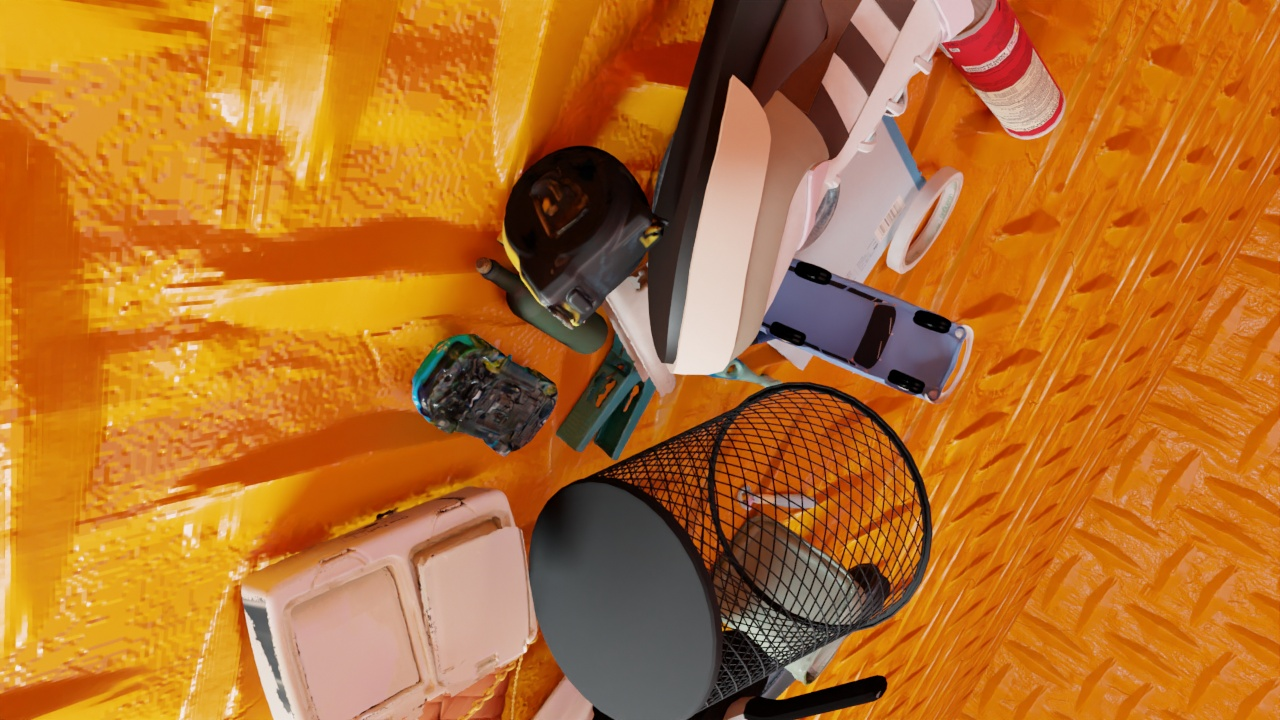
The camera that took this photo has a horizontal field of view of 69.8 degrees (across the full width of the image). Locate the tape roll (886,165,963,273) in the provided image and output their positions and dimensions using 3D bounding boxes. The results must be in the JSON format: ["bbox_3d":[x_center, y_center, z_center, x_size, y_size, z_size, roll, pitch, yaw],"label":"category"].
[{"bbox_3d":[0.233,-0.114,0.752,0.092,0.013,0.093,-43,155,-26],"label":"tape roll"}]

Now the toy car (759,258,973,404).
[{"bbox_3d":[0.141,-0.023,0.609,0.054,0.153,0.056,-90,-158,-85],"label":"toy car"}]

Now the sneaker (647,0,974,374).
[{"bbox_3d":[0.088,-0.126,0.431,0.116,0.111,0.294,14,97,-9],"label":"sneaker"}]

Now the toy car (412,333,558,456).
[{"bbox_3d":[-0.080,0.017,0.468,0.048,0.032,0.105,-55,153,-1],"label":"toy car"}]

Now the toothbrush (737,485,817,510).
[{"bbox_3d":[0.130,0.129,0.852,0.154,0.016,0.022,15,69,-55],"label":"toothbrush"}]

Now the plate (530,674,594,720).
[{"bbox_3d":[-0.080,0.283,0.637,0.182,0.034,0.182,-52,172,-10],"label":"plate"}]

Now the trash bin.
[{"bbox_3d":[0.054,0.122,0.588,0.209,0.184,0.184,-12,128,-47],"label":"trash bin"}]

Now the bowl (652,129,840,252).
[{"bbox_3d":[0.075,-0.097,0.525,0.136,0.057,0.137,-29,138,-31],"label":"bowl"}]

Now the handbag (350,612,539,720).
[{"bbox_3d":[-0.121,0.220,0.577,0.108,0.060,0.172,-23,136,-45],"label":"handbag"}]

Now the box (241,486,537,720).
[{"bbox_3d":[-0.109,0.170,0.475,0.143,0.044,0.184,-21,102,-42],"label":"box"}]

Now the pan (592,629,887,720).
[{"bbox_3d":[0.038,0.258,0.665,0.224,0.034,0.358,-34,177,-44],"label":"pan"}]

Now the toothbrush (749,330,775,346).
[{"bbox_3d":[0.093,-0.020,0.652,0.167,0.014,0.014,-18,144,-43],"label":"toothbrush"}]

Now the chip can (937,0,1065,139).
[{"bbox_3d":[0.264,-0.220,0.676,0.214,0.052,0.052,10,111,-54],"label":"chip can"}]

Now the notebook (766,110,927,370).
[{"bbox_3d":[0.121,-0.102,0.638,0.181,0.009,0.253,-56,147,2],"label":"notebook"}]

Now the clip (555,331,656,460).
[{"bbox_3d":[-0.010,-0.004,0.547,0.130,0.030,0.120,-48,148,-7],"label":"clip"}]

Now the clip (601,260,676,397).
[{"bbox_3d":[0.002,-0.036,0.515,0.059,0.052,0.102,-47,130,-24],"label":"clip"}]

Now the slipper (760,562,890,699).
[{"bbox_3d":[0.127,0.280,0.939,0.265,0.083,0.109,-40,-175,0],"label":"slipper"}]

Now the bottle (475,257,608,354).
[{"bbox_3d":[-0.051,-0.029,0.470,0.025,0.025,0.106,-55,147,1],"label":"bottle"}]

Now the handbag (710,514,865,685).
[{"bbox_3d":[0.129,0.213,0.830,0.106,0.122,0.067,-55,149,-6],"label":"handbag"}]

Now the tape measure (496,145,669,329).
[{"bbox_3d":[-0.030,-0.062,0.424,0.071,0.072,0.042,-46,144,6],"label":"tape measure"}]

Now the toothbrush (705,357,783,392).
[{"bbox_3d":[0.070,0.008,0.669,0.135,0.017,0.022,19,104,-54],"label":"toothbrush"}]
